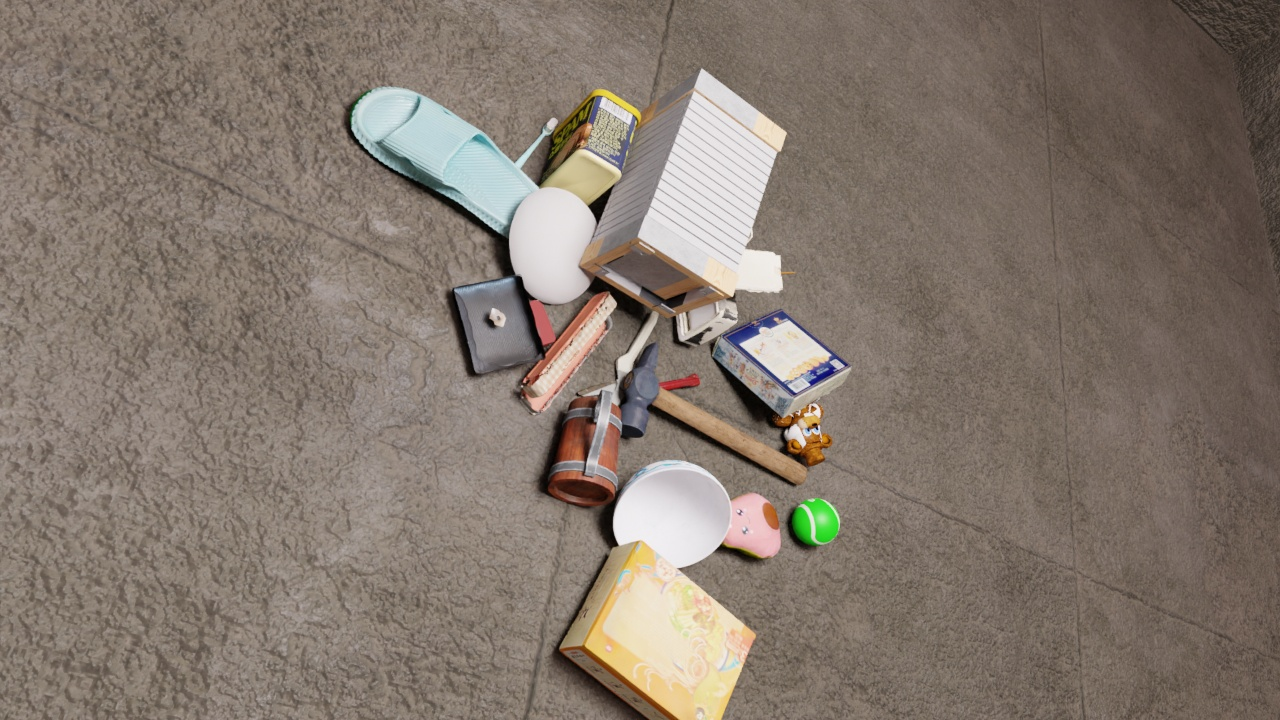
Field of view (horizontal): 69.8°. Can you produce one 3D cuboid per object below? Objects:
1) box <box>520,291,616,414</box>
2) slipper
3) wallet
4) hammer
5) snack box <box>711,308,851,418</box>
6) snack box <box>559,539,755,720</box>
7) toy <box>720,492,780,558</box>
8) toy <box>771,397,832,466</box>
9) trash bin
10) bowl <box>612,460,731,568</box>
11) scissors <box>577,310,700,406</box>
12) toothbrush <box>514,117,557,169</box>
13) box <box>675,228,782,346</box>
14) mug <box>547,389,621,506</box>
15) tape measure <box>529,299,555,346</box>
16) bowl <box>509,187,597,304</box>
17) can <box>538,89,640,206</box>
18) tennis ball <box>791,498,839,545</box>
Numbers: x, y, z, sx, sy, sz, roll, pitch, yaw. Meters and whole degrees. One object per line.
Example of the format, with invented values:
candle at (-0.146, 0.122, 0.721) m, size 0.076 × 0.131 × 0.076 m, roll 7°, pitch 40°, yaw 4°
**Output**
box at (-0.085, -0.011, 1.151) m, size 0.186 × 0.057 × 0.067 m, roll -54°, pitch 137°, yaw -35°
slipper at (-0.221, -0.248, 1.132) m, size 0.276 × 0.070 × 0.115 m, roll 35°, pitch 59°, yaw -17°
wallet at (-0.170, -0.043, 1.106) m, size 0.089 × 0.026 × 0.115 m, roll -14°, pitch 80°, yaw -19°
hammer at (0.109, 0.095, 1.245) m, size 0.321 × 0.040 × 0.129 m, roll 30°, pitch 60°, yaw -27°
snack box at (0.203, 0.000, 1.312) m, size 0.144 × 0.043 × 0.145 m, roll -23°, pitch 55°, yaw -39°
snack box at (0.020, 0.327, 1.068) m, size 0.195 × 0.081 × 0.144 m, roll 42°, pitch 54°, yaw -14°
toy at (0.138, 0.220, 1.212) m, size 0.109 × 0.051 × 0.090 m, roll 1°, pitch 70°, yaw -34°
toy at (0.235, 0.094, 1.324) m, size 0.087 × 0.067 × 0.112 m, roll -7°, pitch 63°, yaw -27°
trash bin at (0.055, -0.205, 1.164) m, size 0.142 × 0.143 × 0.246 m, roll 29°, pitch 68°, yaw -24°
bowl at (0.034, 0.175, 1.129) m, size 0.144 × 0.144 × 0.074 m, roll 33°, pitch 16°, yaw -20°
scissors at (0.001, 0.012, 1.224) m, size 0.198 × 0.015 × 0.179 m, roll 11°, pitch 67°, yaw -31°
toothbrush at (-0.158, -0.268, 1.226) m, size 0.016 × 0.017 × 0.180 m, roll 40°, pitch 55°, yaw -13°
box at (0.099, -0.119, 1.234) m, size 0.080 × 0.181 × 0.143 m, roll 15°, pitch 57°, yaw -35°
mug at (-0.058, 0.099, 1.086) m, size 0.081 × 0.118 × 0.110 m, roll 14°, pitch 59°, yaw -10°
tape measure at (-0.139, -0.043, 1.146) m, size 0.051 × 0.019 × 0.059 m, roll -17°, pitch 82°, yaw -35°
bowl at (-0.096, -0.146, 1.167) m, size 0.149 × 0.043 × 0.149 m, roll -3°, pitch 95°, yaw -47°
can at (-0.070, -0.273, 1.214) m, size 0.075 × 0.136 × 0.104 m, roll 27°, pitch 61°, yaw -24°
tennis ball at (0.244, 0.225, 1.275) m, size 0.065 × 0.066 × 0.065 m, roll 14°, pitch 64°, yaw -30°
